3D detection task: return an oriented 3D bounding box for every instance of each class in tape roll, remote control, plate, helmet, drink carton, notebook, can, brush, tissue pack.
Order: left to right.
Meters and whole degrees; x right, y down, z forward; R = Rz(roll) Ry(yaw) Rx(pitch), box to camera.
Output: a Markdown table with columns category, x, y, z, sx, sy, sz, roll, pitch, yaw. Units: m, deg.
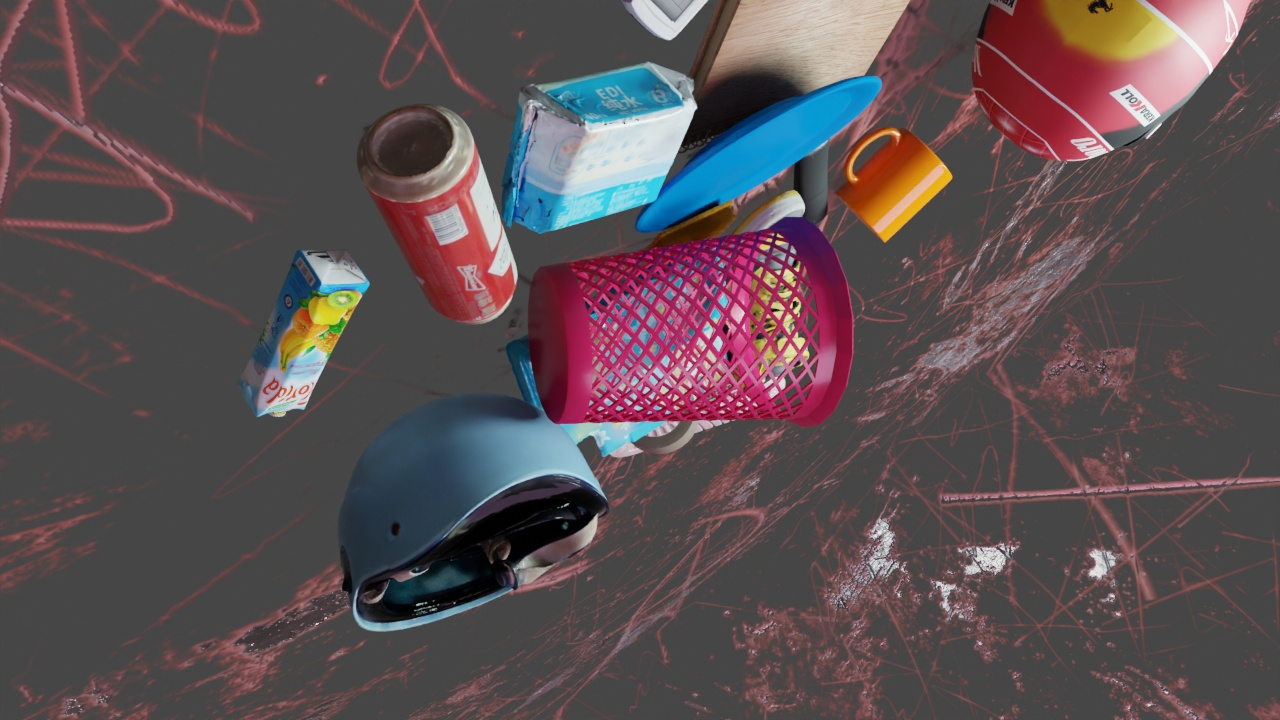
| category | x | y | z | sx | sy | sz | roll | pitch | yaw |
| --- | --- | --- | --- | --- | --- | --- | --- | --- | --- |
| drink carton | -0.222 | -0.016 | 0.598 | 0.044 | 0.038 | 0.129 | -10 | 144 | -51 |
| can | -0.122 | -0.085 | 0.581 | 0.067 | 0.067 | 0.170 | -34 | 157 | -12 |
| helmet | -0.156 | 0.130 | 0.807 | 0.225 | 0.166 | 0.266 | -5 | 143 | -37 |
| tissue pack | -0.031 | -0.145 | 0.616 | 0.144 | 0.061 | 0.093 | -25 | 154 | -39 |
| tape roll | 0.020 | 0.058 | 1.050 | 0.093 | 0.093 | 0.030 | -39 | 158 | -1 |
| brush | 0.029 | -0.106 | 0.830 | 0.126 | 0.017 | 0.048 | -28 | 174 | -22 |
| remote control | 0.044 | -0.261 | 0.558 | 0.139 | 0.025 | 0.060 | -45 | 157 | 16 |
| plate | 0.089 | -0.171 | 0.745 | 0.224 | 0.024 | 0.224 | -29 | 177 | -2 |
| notebook | 0.125 | -0.247 | 0.700 | 0.210 | 0.022 | 0.170 | -26 | 159 | -30 |
| remote control | 0.176 | -0.179 | 0.934 | 0.041 | 0.020 | 0.152 | -38 | 157 | -5 |
| helmet | 0.429 | -0.300 | 0.864 | 0.225 | 0.197 | 0.270 | -51 | 164 | 26 |

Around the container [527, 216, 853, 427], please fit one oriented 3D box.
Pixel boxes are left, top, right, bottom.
| category | x | y | z | sx | sy | sz | roll | pitch | yaw |
| --- | --- | --- | --- | --- | --- | --- | --- | --- | --- |
| container | 0.030 | -0.022 | 0.768 | 0.225 | 0.183 | 0.184 | -6 | 146 | -19 |

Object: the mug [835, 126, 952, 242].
| category | x | y | z | sx | sy | sz | roll | pitch | yaw |
| --- | --- | --- | --- | --- | --- | --- | --- | --- | --- |
| mug | 0.260 | -0.196 | 0.978 | 0.096 | 0.077 | 0.112 | -45 | 130 | 14 |

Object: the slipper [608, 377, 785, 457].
| category | x | y | z | sx | sy | sz | roll | pitch | yaw |
| --- | --- | --- | --- | --- | --- | --- | --- | --- | --- |
| slipper | 0.061 | 0.049 | 1.144 | 0.239 | 0.064 | 0.094 | -22 | 156 | 3 |

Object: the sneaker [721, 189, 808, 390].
| category | x | y | z | sx | sy | sz | roll | pitch | yaw |
| --- | --- | --- | --- | --- | --- | --- | --- | --- | --- |
| sneaker | 0.134 | -0.058 | 0.967 | 0.085 | 0.122 | 0.239 | -26 | 156 | -33 |

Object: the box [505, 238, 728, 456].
| category | x | y | z | sx | sy | sz | roll | pitch | yaw |
| --- | --- | --- | --- | --- | --- | --- | --- | --- | --- |
| box | -0.007 | 0.005 | 0.894 | 0.226 | 0.039 | 0.182 | -31 | 130 | -20 |
